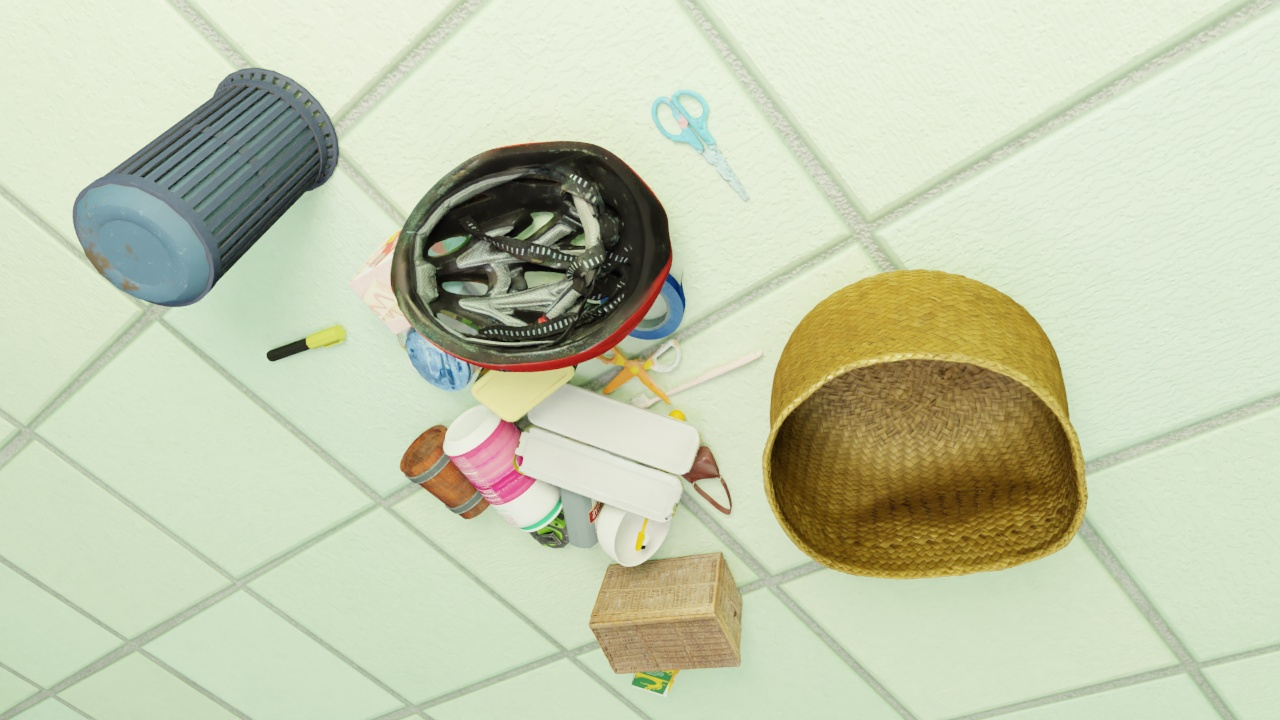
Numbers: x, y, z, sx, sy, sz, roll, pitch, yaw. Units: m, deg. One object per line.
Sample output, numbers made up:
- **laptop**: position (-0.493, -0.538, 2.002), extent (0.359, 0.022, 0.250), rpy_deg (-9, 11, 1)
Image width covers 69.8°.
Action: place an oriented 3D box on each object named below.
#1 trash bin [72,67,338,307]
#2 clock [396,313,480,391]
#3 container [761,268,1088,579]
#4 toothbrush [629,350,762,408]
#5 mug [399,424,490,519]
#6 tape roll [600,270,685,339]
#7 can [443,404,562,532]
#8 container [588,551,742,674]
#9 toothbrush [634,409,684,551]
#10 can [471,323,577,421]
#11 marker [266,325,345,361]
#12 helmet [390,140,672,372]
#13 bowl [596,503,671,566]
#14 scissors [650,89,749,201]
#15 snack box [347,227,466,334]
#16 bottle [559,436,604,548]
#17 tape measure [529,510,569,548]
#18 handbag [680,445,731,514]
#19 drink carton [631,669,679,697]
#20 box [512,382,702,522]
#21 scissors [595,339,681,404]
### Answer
- **trash bin**: position (-0.409, -0.166, 0.878), extent (0.139, 0.248, 0.139), rpy_deg (7, 129, 8)
- **clock**: position (-0.240, -0.015, 1.081), extent (0.125, 0.051, 0.089), rpy_deg (16, 132, 21)
- **container**: position (0.275, 0.058, 0.926), extent (0.307, 0.196, 0.308), rpy_deg (7, 131, 8)
- **toothbrush**: position (0.063, 0.021, 1.065), extent (0.182, 0.015, 0.018), rpy_deg (-24, 113, 30)
- **mug**: position (-0.261, 0.152, 1.218), extent (0.118, 0.081, 0.111), rpy_deg (-11, 130, 43)
- **tape roll**: position (0.003, -0.064, 1.009), extent (0.093, 0.016, 0.091), rpy_deg (7, 130, 9)
- **can**: position (-0.172, 0.137, 1.169), extent (0.088, 0.088, 0.166), rpy_deg (-19, 121, 27)
- **container**: position (0.041, 0.350, 1.271), extent (0.199, 0.112, 0.114), rpy_deg (-10, 125, 21)
- **toothbrush**: position (0.021, 0.150, 1.133), extent (0.030, 0.031, 0.197), rpy_deg (4, 111, -31)
- **can**: position (-0.120, -0.006, 1.032), extent (0.072, 0.100, 0.131), rpy_deg (40, 126, -18)
- **marker**: position (-0.421, -0.019, 1.152), extent (0.124, 0.017, 0.021), rpy_deg (-15, 122, 26)
- **helmet**: position (-0.104, -0.095, 0.894), extent (0.272, 0.217, 0.167), rpy_deg (-9, 171, 5)
- **bowl**: position (-0.013, 0.207, 1.186), extent (0.054, 0.104, 0.105), rpy_deg (27, 142, 41)
- **scissors**: position (0.066, -0.206, 0.887), extent (0.057, 0.015, 0.137), rpy_deg (-27, 124, 32)
- **snack box**: position (-0.243, -0.098, 0.994), extent (0.095, 0.092, 0.079), rpy_deg (-23, 119, 29)
- **bottle**: position (-0.075, 0.163, 1.176), extent (0.046, 0.072, 0.161), rpy_deg (7, 130, 15)
- **tape measure**: position (-0.125, 0.234, 1.269), extent (0.059, 0.035, 0.065), rpy_deg (-23, 119, 28)
- **handbag**: position (0.088, 0.157, 1.165), extent (0.055, 0.029, 0.119), rpy_deg (-15, 129, 28)
- **drink carton**: position (0.031, 0.462, 1.412), extent (0.058, 0.041, 0.123), rpy_deg (17, 131, 0)
- **box**: position (-0.041, 0.106, 1.098), extent (0.209, 0.023, 0.127), rpy_deg (19, 100, 3)
- **scissors**: position (-0.005, 0.006, 1.065), extent (0.129, 0.011, 0.125), rpy_deg (-34, 108, 35)
